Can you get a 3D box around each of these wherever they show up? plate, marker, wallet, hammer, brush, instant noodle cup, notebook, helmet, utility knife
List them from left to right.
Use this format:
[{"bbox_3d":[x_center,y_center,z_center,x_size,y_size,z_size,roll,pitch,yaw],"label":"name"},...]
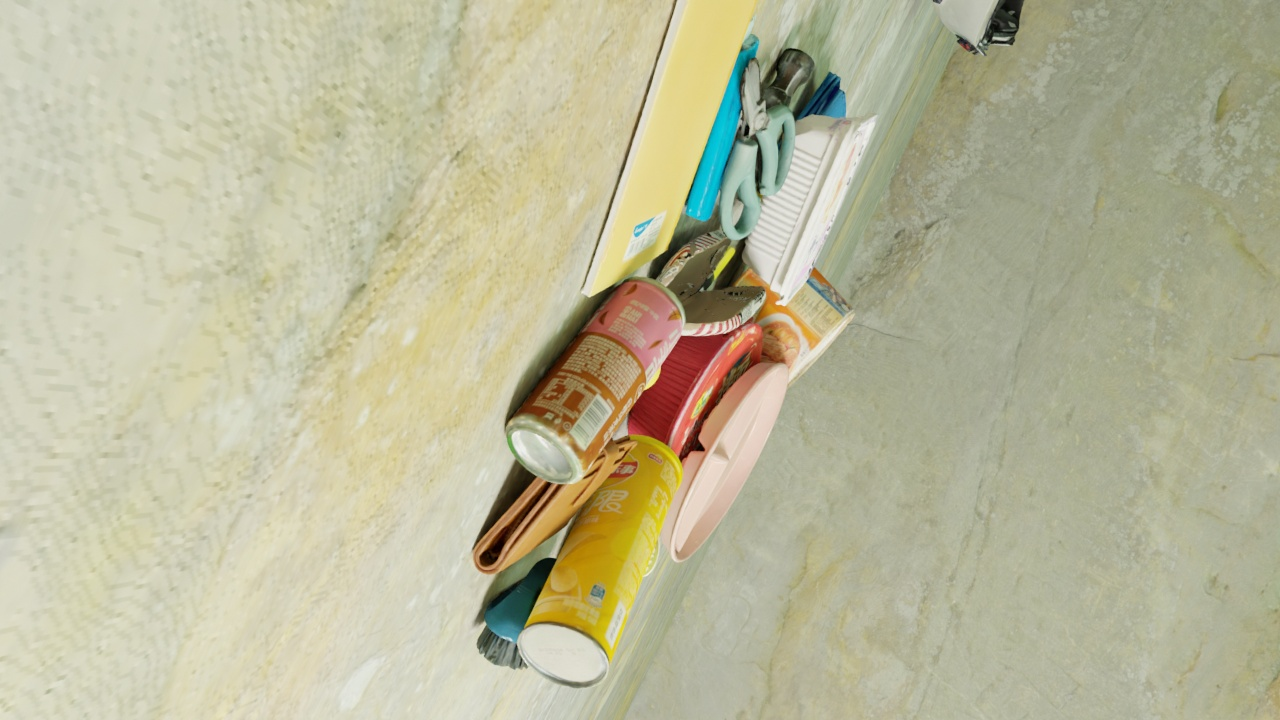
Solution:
[{"bbox_3d":[-0.084,0.198,0.749,0.073,0.055,0.143,-68,167,5],"label":"brush"},{"bbox_3d":[-0.058,0.098,0.664,0.108,0.031,0.131,-49,171,12],"label":"wallet"},{"bbox_3d":[0.024,-0.150,0.594,0.145,0.010,0.207,-41,154,-61],"label":"notebook"},{"bbox_3d":[0.047,0.039,0.905,0.193,0.066,0.194,-50,157,-32],"label":"instant noodle cup"},{"bbox_3d":[0.055,-0.069,0.874,0.123,0.015,0.018,-52,163,-31],"label":"marker"},{"bbox_3d":[0.085,0.100,0.942,0.228,0.028,0.230,-50,157,-31],"label":"plate"},{"bbox_3d":[0.062,-0.174,0.679,0.034,0.018,0.160,-47,157,-53],"label":"utility knife"},{"bbox_3d":[0.121,-0.163,0.908,0.126,0.032,0.323,-61,168,-11],"label":"hammer"},{"bbox_3d":[0.159,-0.046,1.029,0.151,0.111,0.151,-44,168,-12],"label":"instant noodle cup"},{"bbox_3d":[0.150,-0.149,0.840,0.137,0.060,0.174,-42,156,-62],"label":"instant noodle cup"},{"bbox_3d":[0.184,-0.240,0.995,0.106,0.040,0.133,-55,167,-1],"label":"wallet"},{"bbox_3d":[0.516,-0.589,1.366,0.273,0.157,0.231,-31,149,-50],"label":"helmet"}]

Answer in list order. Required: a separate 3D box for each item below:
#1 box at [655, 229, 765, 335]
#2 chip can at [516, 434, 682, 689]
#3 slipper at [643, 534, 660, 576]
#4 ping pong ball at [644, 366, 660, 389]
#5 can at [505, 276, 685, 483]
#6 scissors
[{"bbox_3d":[0.062,-0.053,0.764,0.076,0.087,0.162,-53,175,22],"label":"box"},{"bbox_3d":[-0.025,0.151,0.729,0.212,0.072,0.072,-64,173,-51],"label":"chip can"},{"bbox_3d":[-0.016,0.176,0.924,0.190,0.081,0.092,-35,146,-70],"label":"slipper"},{"bbox_3d":[-0.004,0.004,0.714,0.040,0.040,0.040,-58,166,-24],"label":"ping pong ball"},{"bbox_3d":[-0.026,0.010,0.598,0.146,0.058,0.058,-54,164,-36],"label":"can"},{"bbox_3d":[0.077,-0.149,0.700,0.130,0.019,0.185,-62,157,1],"label":"scissors"}]
